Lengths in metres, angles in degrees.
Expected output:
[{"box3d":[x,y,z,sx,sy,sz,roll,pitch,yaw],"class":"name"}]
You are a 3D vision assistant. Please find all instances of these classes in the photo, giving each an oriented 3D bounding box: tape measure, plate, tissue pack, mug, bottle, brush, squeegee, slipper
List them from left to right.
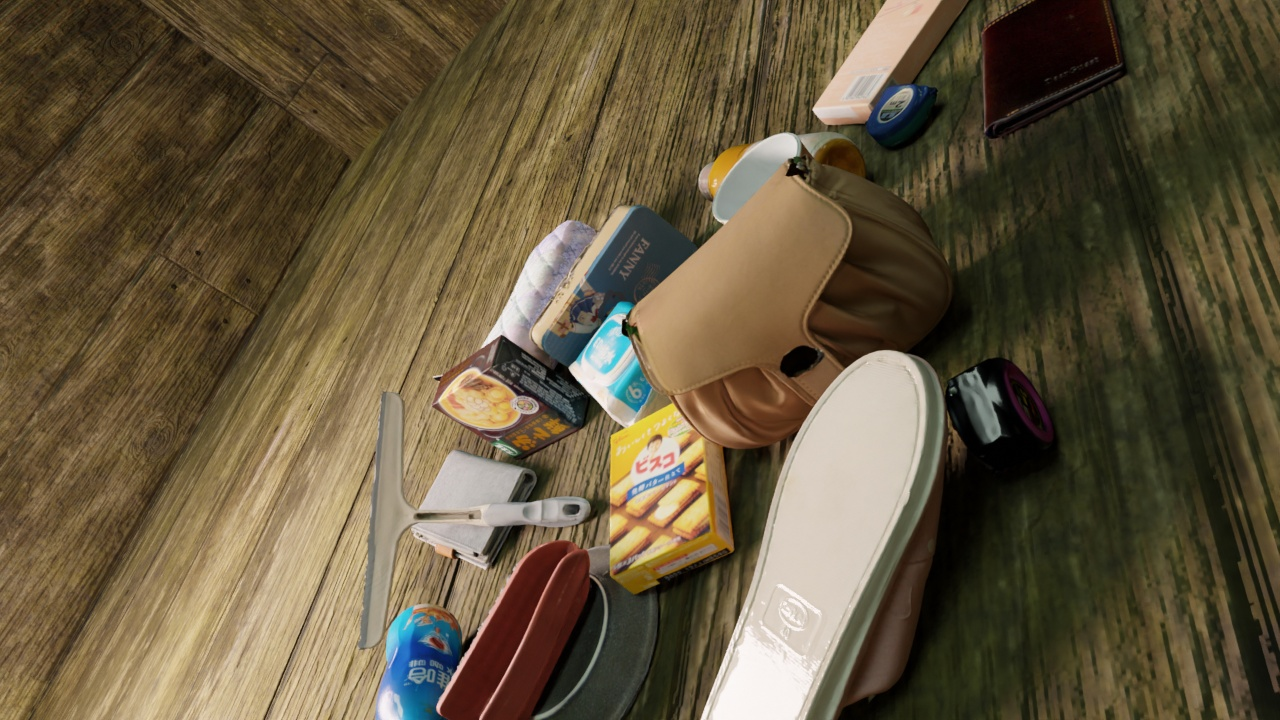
[{"box3d":[-0.171,0.257,0.712,0.065,0.065,0.219,-53,13,-1],"class":"bottle"},{"box3d":[-0.145,0.141,0.842,0.247,0.039,0.246,-7,73,27],"class":"squeegee"},{"box3d":[-0.080,0.195,0.651,0.145,0.063,0.069,-61,18,-18],"class":"brush"},{"box3d":[-0.058,0.215,0.684,0.180,0.024,0.179,-38,31,27],"class":"plate"},{"box3d":[-0.005,0.005,0.804,0.090,0.063,0.140,-52,27,1],"class":"tissue pack"},{"box3d":[0.115,-0.160,0.807,0.068,0.068,0.190,-57,28,-9],"class":"bottle"},{"box3d":[0.121,-0.095,0.664,0.078,0.122,0.078,-36,32,27],"class":"mug"},{"box3d":[0.106,0.126,0.503,0.114,0.054,0.274,9,76,63],"class":"slipper"},{"box3d":[0.213,-0.200,0.752,0.054,0.025,0.058,-55,24,-1],"class":"tape measure"},{"box3d":[0.188,0.029,0.487,0.039,0.057,0.057,-35,55,34],"class":"tape measure"}]

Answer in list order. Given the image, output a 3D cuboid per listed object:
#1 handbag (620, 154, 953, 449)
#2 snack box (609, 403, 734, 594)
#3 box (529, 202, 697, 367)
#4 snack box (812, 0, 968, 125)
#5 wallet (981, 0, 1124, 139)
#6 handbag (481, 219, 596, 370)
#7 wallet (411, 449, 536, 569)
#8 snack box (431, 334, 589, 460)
[{"box3d":[0.094,-0.028,0.600,0.205,0.147,0.099,-43,27,28],"class":"handbag"},{"box3d":[0.020,0.095,0.682,0.087,0.034,0.140,-29,34,23],"class":"snack box"},{"box3d":[-0.023,-0.069,0.889,0.184,0.089,0.060,-57,26,3],"class":"box"},{"box3d":[0.227,-0.281,0.820,0.157,0.026,0.084,-55,27,-4],"class":"snack box"},{"box3d":[0.293,-0.223,0.663,0.097,0.020,0.122,-25,40,41],"class":"wallet"},{"box3d":[-0.112,-0.047,0.996,0.134,0.075,0.193,-36,28,54],"class":"handbag"},{"box3d":[-0.168,0.147,0.914,0.130,0.037,0.106,7,64,46],"class":"wallet"},{"box3d":[-0.134,0.041,0.906,0.126,0.113,0.053,-30,35,37],"class":"snack box"}]
